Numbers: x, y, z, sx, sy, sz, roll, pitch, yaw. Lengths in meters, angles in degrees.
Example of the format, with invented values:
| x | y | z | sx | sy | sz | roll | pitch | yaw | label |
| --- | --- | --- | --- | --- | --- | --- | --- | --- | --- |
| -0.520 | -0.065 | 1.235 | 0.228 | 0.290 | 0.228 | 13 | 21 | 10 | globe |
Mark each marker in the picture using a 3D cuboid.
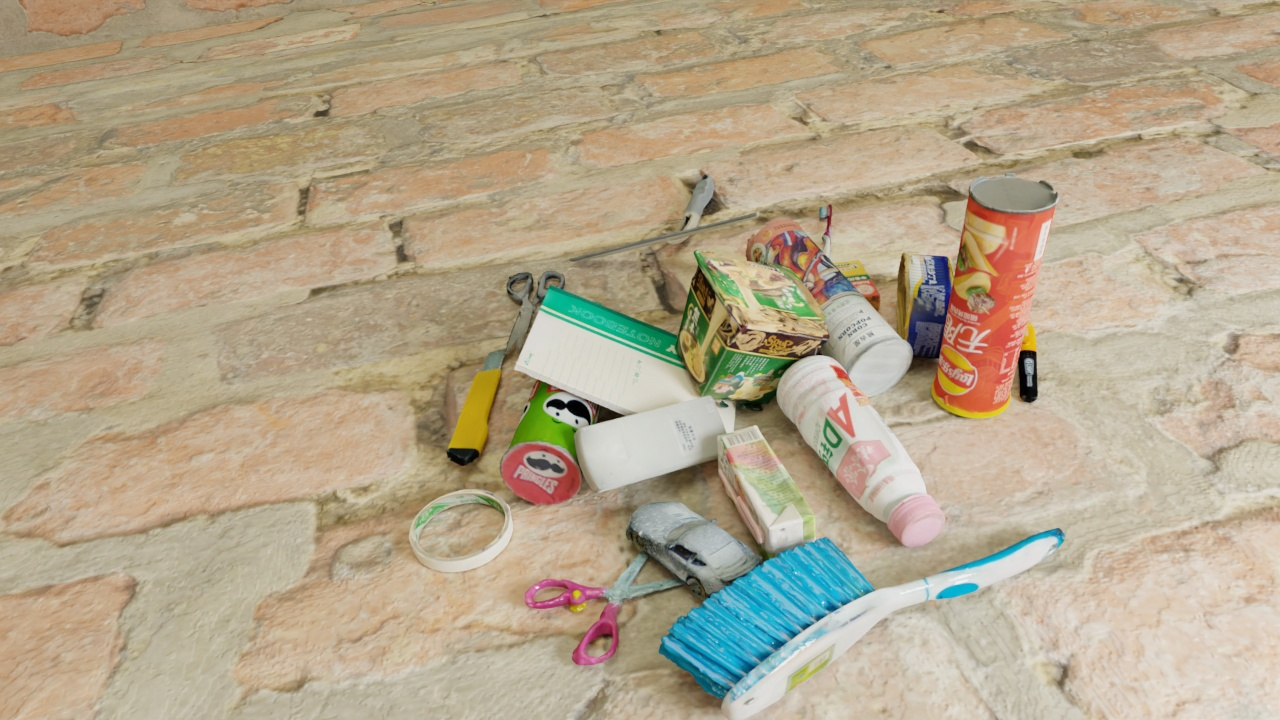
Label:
| x | y | z | sx | sy | sz | roll | pitch | yaw | label |
| --- | --- | --- | --- | --- | --- | --- | --- | --- | --- |
| 0.377 | 0.000 | 0.894 | 0.018 | 0.015 | 0.123 | 2 | 37 | 20 | marker |

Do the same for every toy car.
| x | y | z | sx | sy | sz | roll | pitch | yaw | label |
| --- | --- | --- | --- | --- | --- | --- | --- | --- | --- |
| 0.041 | 0.144 | 0.718 | 0.054 | 0.037 | 0.121 | -24 | 35 | -35 | toy car |

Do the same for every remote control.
| x | y | z | sx | sy | sz | roll | pitch | yaw | label |
| --- | --- | --- | --- | --- | --- | --- | --- | --- | --- |
| 0.011 | 0.071 | 0.786 | 0.135 | 0.019 | 0.056 | -13 | 74 | -25 | remote control |

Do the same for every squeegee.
| x | y | z | sx | sy | sz | roll | pitch | yaw | label |
| --- | --- | --- | --- | --- | --- | --- | --- | --- | --- |
| 0.062 | -0.189 | 1.198 | 0.247 | 0.039 | 0.245 | -11 | 25 | 25 | squeegee |

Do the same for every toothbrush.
| x | y | z | sx | sy | sz | roll | pitch | yaw | label |
| --- | --- | --- | --- | --- | --- | --- | --- | --- | --- |
| 0.227 | -0.150 | 1.134 | 0.017 | 0.016 | 0.187 | -4 | 34 | 16 | toothbrush |

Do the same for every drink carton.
| x | y | z | sx | sy | sz | roll | pitch | yaw | label |
| --- | --- | --- | --- | --- | --- | --- | --- | --- | --- |
| 0.099 | 0.111 | 0.745 | 0.045 | 0.054 | 0.122 | -14 | 35 | -8 | drink carton |

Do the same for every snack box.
| x | y | z | sx | sy | sz | roll | pitch | yaw | label |
| --- | --- | --- | --- | --- | --- | --- | --- | --- | --- |
| 0.095 | -0.025 | 0.871 | 0.118 | 0.106 | 0.117 | 8 | 37 | -28 | snack box |
| 0.178 | -0.073 | 1.020 | 0.156 | 0.027 | 0.077 | -8 | 36 | -2 | snack box |

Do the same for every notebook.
| x | y | z | sx | sy | sz | roll | pitch | yaw | label |
| --- | --- | --- | --- | --- | --- | --- | --- | --- | --- |
| -0.005 | 0.005 | 0.871 | 0.209 | 0.012 | 0.150 | 22 | 34 | -6 | notebook |

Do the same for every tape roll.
| x | y | z | sx | sy | sz | roll | pitch | yaw | label |
| --- | --- | --- | --- | --- | --- | --- | --- | --- | --- |
| -0.151 | 0.142 | 0.774 | 0.086 | 0.014 | 0.085 | -4 | 35 | 3 | tape roll |

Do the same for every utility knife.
| x | y | z | sx | sy | sz | roll | pitch | yaw | label |
| --- | --- | --- | --- | --- | --- | --- | --- | --- | --- |
| -0.158 | 0.042 | 0.918 | 0.033 | 0.015 | 0.196 | 4 | 33 | 2 | utility knife |

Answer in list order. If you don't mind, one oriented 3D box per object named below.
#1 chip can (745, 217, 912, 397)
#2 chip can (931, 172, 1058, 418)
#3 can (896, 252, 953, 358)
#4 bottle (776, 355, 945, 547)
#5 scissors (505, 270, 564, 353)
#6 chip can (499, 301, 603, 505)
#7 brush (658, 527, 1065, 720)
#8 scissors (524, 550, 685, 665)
| x | y | z | sx | sy | sz | roll | pitch | yaw | label |
| --- | --- | --- | --- | --- | --- | --- | --- | --- | --- |
| 0.185 | -0.059 | 0.929 | 0.071 | 0.071 | 0.214 | -16 | 46 | -15 | chip can |
| 0.306 | -0.051 | 0.802 | 0.073 | 0.217 | 0.073 | -2 | 38 | 2 | chip can |
| 0.291 | -0.058 | 0.940 | 0.049 | 0.075 | 0.147 | 5 | 36 | 10 | can |
| 0.185 | 0.075 | 0.777 | 0.068 | 0.068 | 0.196 | -15 | 40 | -12 | bottle |
| -0.122 | -0.060 | 1.057 | 0.140 | 0.014 | 0.173 | -21 | 36 | -23 | scissors |
| -0.069 | 0.032 | 0.871 | 0.072 | 0.072 | 0.235 | 1 | 35 | 10 | chip can |
| 0.168 | 0.166 | 0.662 | 0.313 | 0.061 | 0.109 | -24 | 44 | -28 | brush |
| -0.020 | 0.183 | 0.695 | 0.133 | 0.017 | 0.124 | -8 | 31 | -9 | scissors |
